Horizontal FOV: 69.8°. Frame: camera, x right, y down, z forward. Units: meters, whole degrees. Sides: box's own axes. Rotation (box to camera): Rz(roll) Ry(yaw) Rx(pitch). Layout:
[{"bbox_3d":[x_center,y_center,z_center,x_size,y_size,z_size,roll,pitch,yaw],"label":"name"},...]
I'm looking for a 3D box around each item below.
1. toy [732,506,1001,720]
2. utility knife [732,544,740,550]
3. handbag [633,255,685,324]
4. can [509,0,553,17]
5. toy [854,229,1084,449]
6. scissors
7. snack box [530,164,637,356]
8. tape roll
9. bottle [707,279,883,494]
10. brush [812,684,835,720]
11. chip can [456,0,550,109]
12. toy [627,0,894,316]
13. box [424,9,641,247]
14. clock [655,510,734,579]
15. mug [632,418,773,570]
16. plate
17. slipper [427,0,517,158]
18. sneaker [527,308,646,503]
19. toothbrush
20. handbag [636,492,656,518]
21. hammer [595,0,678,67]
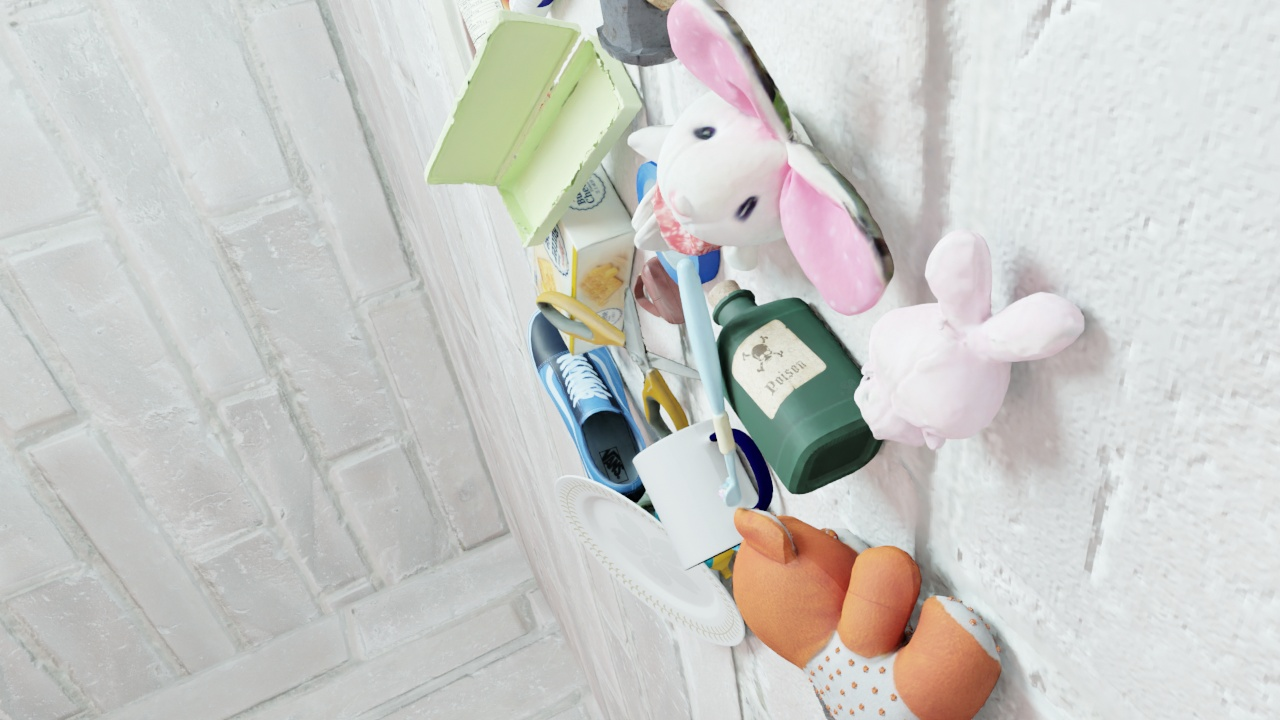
[{"bbox_3d":[0.127,0.161,0.552,0.172,0.092,0.164,42,156,32],"label":"toy"},{"bbox_3d":[0.079,0.143,0.803,0.022,0.015,0.162,-164,55,-71],"label":"utility knife"},{"bbox_3d":[0.012,-0.054,0.750,0.055,0.029,0.120,64,171,-5],"label":"handbag"},{"bbox_3d":[-0.079,-0.289,0.705,0.032,0.032,0.095,69,165,-5],"label":"can"},{"bbox_3d":[0.129,-0.004,0.378,0.063,0.047,0.110,54,152,19],"label":"toy"},{"bbox_3d":[-0.005,0.004,0.800,0.225,0.016,0.230,23,150,43],"label":"scissors"},{"bbox_3d":[-0.058,-0.096,0.857,0.104,0.057,0.208,62,164,20],"label":"snack box"},{"bbox_3d":[0.025,-0.097,0.649,0.093,0.016,0.091,46,153,54],"label":"tape roll"},{"bbox_3d":[0.079,0.005,0.525,0.131,0.061,0.061,58,160,32],"label":"bottle"},{"bbox_3d":[0.159,0.253,0.694,0.039,0.012,0.151,62,164,21],"label":"brush"},{"bbox_3d":[-0.118,-0.270,0.829,0.214,0.051,0.052,69,165,-4],"label":"chip can"},{"bbox_3d":[0.044,-0.093,0.474,0.159,0.084,0.194,57,165,-10],"label":"toy"},{"bbox_3d":[-0.084,-0.178,0.708,0.127,0.066,0.189,29,142,-12],"label":"box"},{"bbox_3d":[0.046,0.145,0.875,0.129,0.043,0.099,48,156,34],"label":"clock"},{"bbox_3d":[0.058,0.099,0.723,0.112,0.078,0.097,-40,71,45],"label":"mug"},{"bbox_3d":[0.009,0.199,0.926,0.242,0.016,0.243,34,153,20],"label":"plate"},{"bbox_3d":[-0.165,-0.304,0.937,0.114,0.054,0.275,49,159,49],"label":"slipper"},{"bbox_3d":[-0.049,0.033,0.953,0.098,0.083,0.241,106,141,-65],"label":"sneaker"},{"bbox_3d":[0.040,0.015,0.521,0.022,0.016,0.155,-63,-36,-60],"label":"toothbrush"},{"bbox_3d":[-0.003,0.202,1.071,0.122,0.067,0.106,-165,55,-71],"label":"handbag"},{"bbox_3d":[-0.050,-0.290,0.593,0.328,0.052,0.098,-123,18,-45],"label":"hammer"}]
